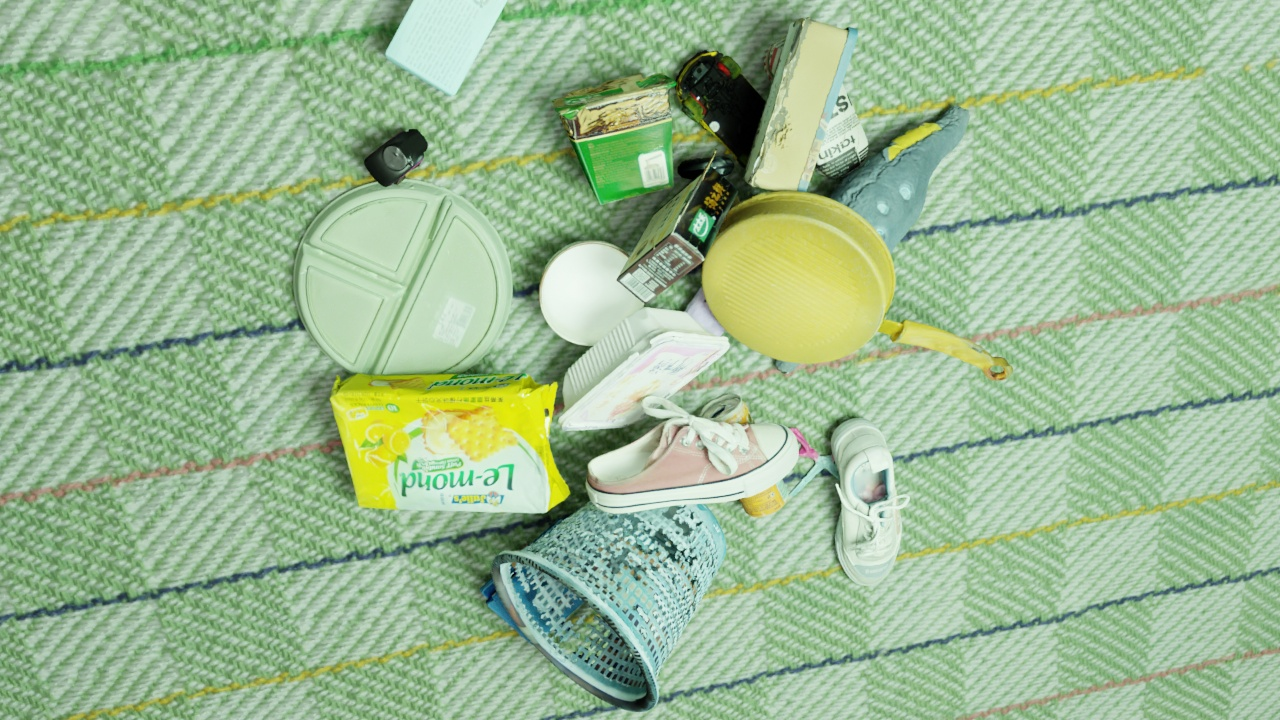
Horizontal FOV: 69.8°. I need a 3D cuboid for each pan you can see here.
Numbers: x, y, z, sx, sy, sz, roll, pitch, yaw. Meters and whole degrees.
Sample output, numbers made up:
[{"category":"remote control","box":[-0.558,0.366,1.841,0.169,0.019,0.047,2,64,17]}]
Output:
[{"category":"pan","box":[0.233,-0.052,0.958,0.357,0.078,0.198,30,138,-3]}]

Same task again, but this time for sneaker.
[{"category":"sneaker","box":[0.287,0.191,1.120,0.089,0.090,0.242,-15,118,-5]},{"category":"sneaker","box":[0.058,0.095,0.978,0.240,0.118,0.088,-10,123,-13]}]

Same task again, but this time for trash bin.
[{"category":"trash bin","box":[-0.017,0.235,1.015,0.194,0.227,0.226,-43,115,-34]}]

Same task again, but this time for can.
[{"category":"can","box":[0.123,0.114,1.089,0.058,0.058,0.146,-28,110,-1]}]

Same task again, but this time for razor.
[{"category":"razor","box":[0.099,-0.152,1.006,0.067,0.062,0.167,-45,119,-28]}]

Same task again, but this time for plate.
[{"category":"plate","box":[-0.251,-0.076,0.976,0.230,0.027,0.230,-3,109,-9]}]

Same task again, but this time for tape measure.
[{"category":"tape measure","box":[-0.245,-0.201,0.920,0.058,0.056,0.039,-23,114,33]}]

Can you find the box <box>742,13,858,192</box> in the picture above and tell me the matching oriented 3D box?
[{"category":"box","box":[0.158,-0.256,0.913,0.062,0.089,0.184,17,108,-4]}]

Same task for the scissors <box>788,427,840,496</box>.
[{"category":"scissors","box":[0.228,0.120,1.134,0.133,0.017,0.133,39,101,-23]}]

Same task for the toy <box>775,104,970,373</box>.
[{"category":"toy","box":[0.242,-0.135,1.010,0.357,0.091,0.137,-58,152,12]}]

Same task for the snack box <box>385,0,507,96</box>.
[{"category":"snack box","box":[-0.172,-0.349,0.887,0.074,0.051,0.175,29,100,-16]}]

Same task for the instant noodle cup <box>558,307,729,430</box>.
[{"category":"instant noodle cup","box":[-0.006,0.006,0.988,0.174,0.060,0.137,-42,155,29]}]

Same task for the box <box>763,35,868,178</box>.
[{"category":"box","box":[0.190,-0.271,0.976,0.072,0.060,0.164,-27,113,21]}]

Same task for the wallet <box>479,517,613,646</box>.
[{"category":"wallet","box":[-0.113,0.268,1.106,0.133,0.040,0.106,-42,113,-4]}]

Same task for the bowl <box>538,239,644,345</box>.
[{"category":"bowl","box":[-0.055,-0.078,0.992,0.113,0.062,0.113,-3,109,-8]}]

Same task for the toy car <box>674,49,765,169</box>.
[{"category":"toy car","box":[0.102,-0.257,0.972,0.156,0.041,0.071,39,98,-23]}]

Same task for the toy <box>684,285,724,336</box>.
[{"category":"toy","box":[0.073,-0.042,1.039,0.084,0.039,0.108,35,97,-22]}]

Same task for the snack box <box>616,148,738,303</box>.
[{"category":"snack box","box":[0.040,-0.133,0.923,0.053,0.113,0.126,39,142,-16]}]

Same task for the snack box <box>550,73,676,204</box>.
[{"category":"snack box","box":[-0.018,-0.222,0.926,0.118,0.117,0.106,-15,114,-2]}]

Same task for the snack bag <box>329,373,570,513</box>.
[{"category":"snack bag","box":[-0.204,0.083,0.980,0.246,0.068,0.158,1,121,7]}]
